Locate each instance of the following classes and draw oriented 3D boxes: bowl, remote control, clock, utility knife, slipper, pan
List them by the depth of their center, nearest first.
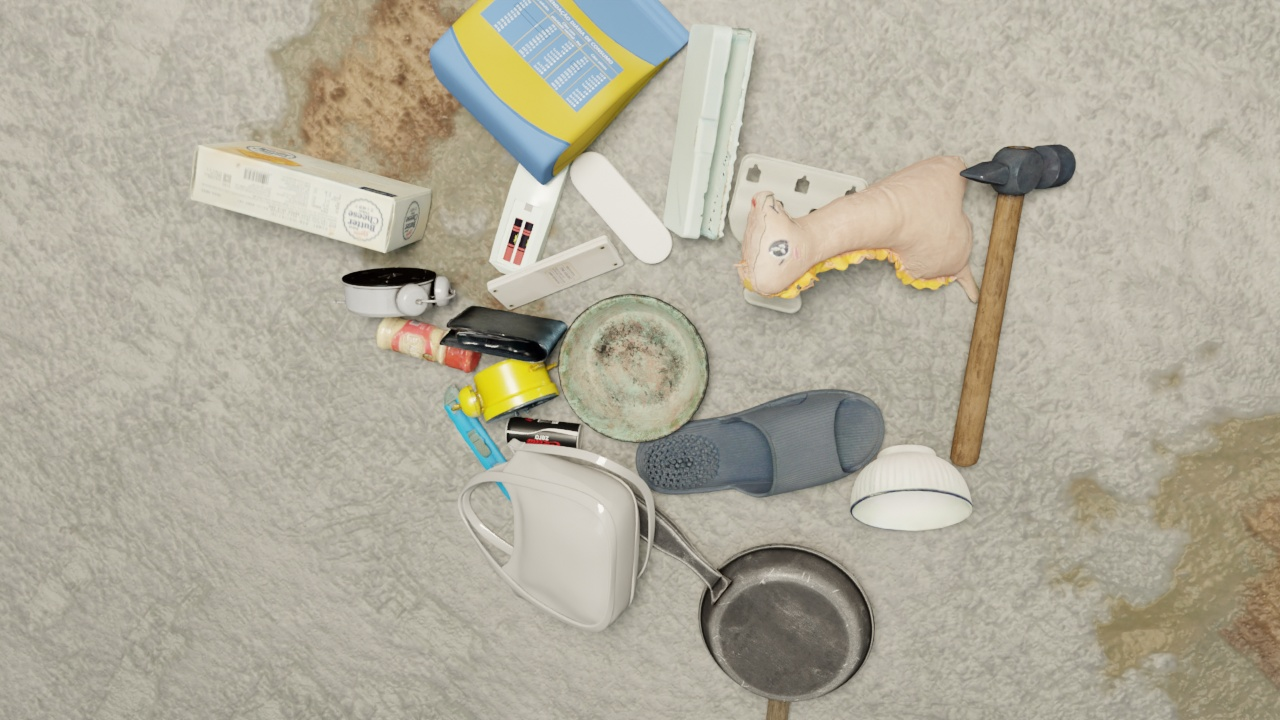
[{"bbox_3d":[0.272,0.125,0.930,0.118,0.118,0.062,0,61,8],"label":"bowl"},{"bbox_3d":[-0.019,-0.156,0.941,0.043,0.013,0.136,-40,95,14],"label":"remote control"},{"bbox_3d":[0.121,0.100,0.947,0.264,0.082,0.101,-10,104,11],"label":"slipper"},{"bbox_3d":[-0.249,-0.070,0.948,0.123,0.094,0.035,8,108,23],"label":"clock"},{"bbox_3d":[-0.115,-0.154,0.949,0.049,0.024,0.143,21,105,3],"label":"remote control"},{"bbox_3d":[-0.088,-0.090,0.949,0.136,0.050,0.011,-20,62,12],"label":"remote control"},{"bbox_3d":[-0.006,0.006,0.963,0.157,0.038,0.157,2,103,8],"label":"bowl"},{"bbox_3d":[-0.143,0.035,0.966,0.119,0.083,0.057,-23,87,13],"label":"clock"},{"bbox_3d":[0.086,0.237,0.988,0.357,0.055,0.188,35,109,2],"label":"pan"},{"bbox_3d":[-0.167,0.106,1.023,0.031,0.015,0.178,-32,98,19],"label":"utility knife"}]

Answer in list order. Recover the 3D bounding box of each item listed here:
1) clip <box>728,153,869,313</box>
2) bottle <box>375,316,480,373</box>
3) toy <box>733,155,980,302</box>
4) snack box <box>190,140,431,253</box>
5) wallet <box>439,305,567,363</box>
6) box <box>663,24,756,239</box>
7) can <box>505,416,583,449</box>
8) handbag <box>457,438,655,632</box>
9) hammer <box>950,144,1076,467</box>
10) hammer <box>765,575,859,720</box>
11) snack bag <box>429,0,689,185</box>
[{"bbox_3d":[0.146,-0.123,0.910,0.126,0.096,0.152,14,117,6],"label":"clip"},{"bbox_3d":[-0.227,-0.019,0.987,0.109,0.044,0.044,15,104,6],"label":"bottle"},{"bbox_3d":[0.209,-0.095,0.837,0.263,0.065,0.196,-28,110,-22],"label":"toy"},{"bbox_3d":[-0.331,-0.169,0.935,0.208,0.104,0.057,16,107,4],"label":"snack box"},{"bbox_3d":[-0.140,-0.031,0.949,0.115,0.089,0.026,10,110,5],"label":"wallet"},{"bbox_3d":[0.060,-0.219,0.884,0.083,0.066,0.199,24,114,44],"label":"box"},{"bbox_3d":[-0.105,0.080,0.998,0.080,0.031,0.031,6,104,7],"label":"can"},{"bbox_3d":[-0.104,0.170,0.990,0.223,0.095,0.216,15,114,28],"label":"handbag"},{"bbox_3d":[0.337,-0.043,0.886,0.129,0.040,0.322,-12,116,-31],"label":"hammer"},{"bbox_3d":[0.152,0.382,1.036,0.147,0.028,0.317,6,103,8],"label":"hammer"},{"bbox_3d":[-0.074,-0.297,0.880,0.205,0.102,0.159,-45,94,-5],"label":"snack bag"}]
